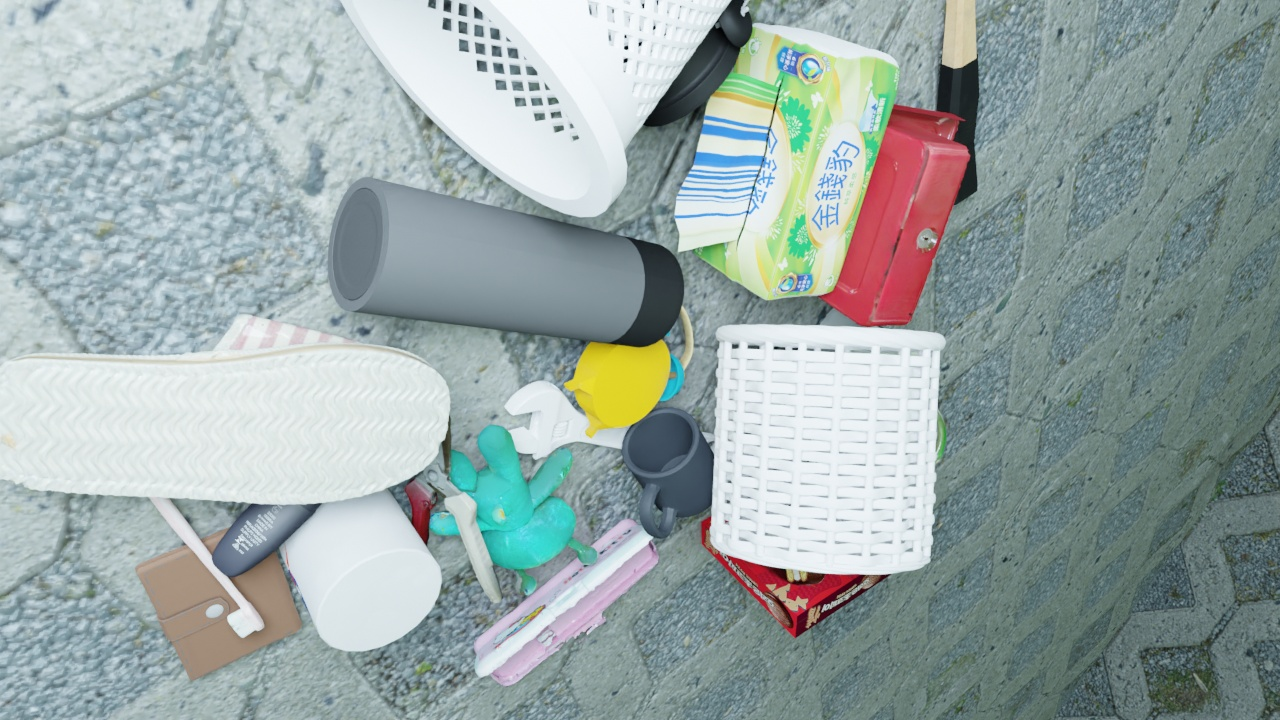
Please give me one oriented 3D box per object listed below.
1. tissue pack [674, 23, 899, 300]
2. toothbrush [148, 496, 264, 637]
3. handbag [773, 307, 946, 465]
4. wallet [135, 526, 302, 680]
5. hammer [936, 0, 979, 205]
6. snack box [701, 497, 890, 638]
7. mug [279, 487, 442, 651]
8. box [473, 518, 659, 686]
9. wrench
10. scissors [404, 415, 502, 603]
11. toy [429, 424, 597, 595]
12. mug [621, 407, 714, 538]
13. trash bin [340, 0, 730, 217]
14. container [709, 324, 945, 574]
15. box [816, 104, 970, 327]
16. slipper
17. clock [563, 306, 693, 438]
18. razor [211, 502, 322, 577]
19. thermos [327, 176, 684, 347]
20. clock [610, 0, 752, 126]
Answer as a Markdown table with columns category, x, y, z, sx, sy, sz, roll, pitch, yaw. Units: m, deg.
| category | x | y | z | sx | sy | sz | roll | pitch | yaw |
| --- | --- | --- | --- | --- | --- | --- | --- | --- | --- |
| tissue pack | 0.092 | -0.150 | 0.699 | 0.141 | 0.120 | 0.198 | -8 | 117 | -34 |
| toothbrush | -0.304 | 0.127 | 0.622 | 0.018 | 0.016 | 0.181 | -27 | 127 | -16 |
| handbag | 0.218 | 0.043 | 0.888 | 0.074 | 0.176 | 0.151 | 27 | 100 | -47 |
| wallet | -0.304 | 0.176 | 0.671 | 0.087 | 0.013 | 0.121 | -22 | 130 | -26 |
| hammer | 0.283 | -0.282 | 0.814 | 0.131 | 0.039 | 0.329 | -33 | 136 | -16 |
| snack box | 0.164 | 0.199 | 0.973 | 0.132 | 0.152 | 0.036 | -25 | 132 | -25 |
| mug | -0.199 | 0.155 | 0.686 | 0.091 | 0.090 | 0.121 | -48 | 138 | -1 |
| box | -0.071 | 0.223 | 0.867 | 0.201 | 0.066 | 0.154 | -38 | 157 | -13 |
| wrench | -0.016 | 0.067 | 0.831 | 0.273 | 0.018 | 0.066 | 14 | 109 | -46 |
| scissors | -0.152 | 0.117 | 0.705 | 0.179 | 0.186 | 0.015 | 50 | 42 | -12 |
| toy | -0.105 | 0.127 | 0.756 | 0.130 | 0.072 | 0.193 | -27 | 136 | -2 |
| mug | 0.025 | 0.106 | 0.814 | 0.077 | 0.071 | 0.104 | 59 | 43 | -48 |
| trash bin | -0.029 | -0.220 | 0.504 | 0.199 | 0.195 | 0.195 | -50 | 139 | -13 |
| container | 0.155 | 0.068 | 0.779 | 0.189 | 0.190 | 0.187 | 2 | 90 | -41 |
| box | 0.214 | -0.123 | 0.770 | 0.156 | 0.170 | 0.157 | 4 | 118 | -13 |
| slipper | -0.254 | 0.030 | 0.573 | 0.262 | 0.052 | 0.115 | 0 | 105 | -26 |
| clock | -0.005 | 0.005 | 0.768 | 0.129 | 0.044 | 0.099 | -39 | 135 | -22 |
| razor | -0.237 | 0.092 | 0.636 | 0.142 | 0.047 | 0.052 | -46 | 179 | -13 |
| thermos | -0.083 | -0.060 | 0.634 | 0.240 | 0.082 | 0.082 | 6 | 115 | -42 |
| clock | 0.027 | -0.214 | 0.611 | 0.121 | 0.091 | 0.042 | -41 | 128 | 11 |
